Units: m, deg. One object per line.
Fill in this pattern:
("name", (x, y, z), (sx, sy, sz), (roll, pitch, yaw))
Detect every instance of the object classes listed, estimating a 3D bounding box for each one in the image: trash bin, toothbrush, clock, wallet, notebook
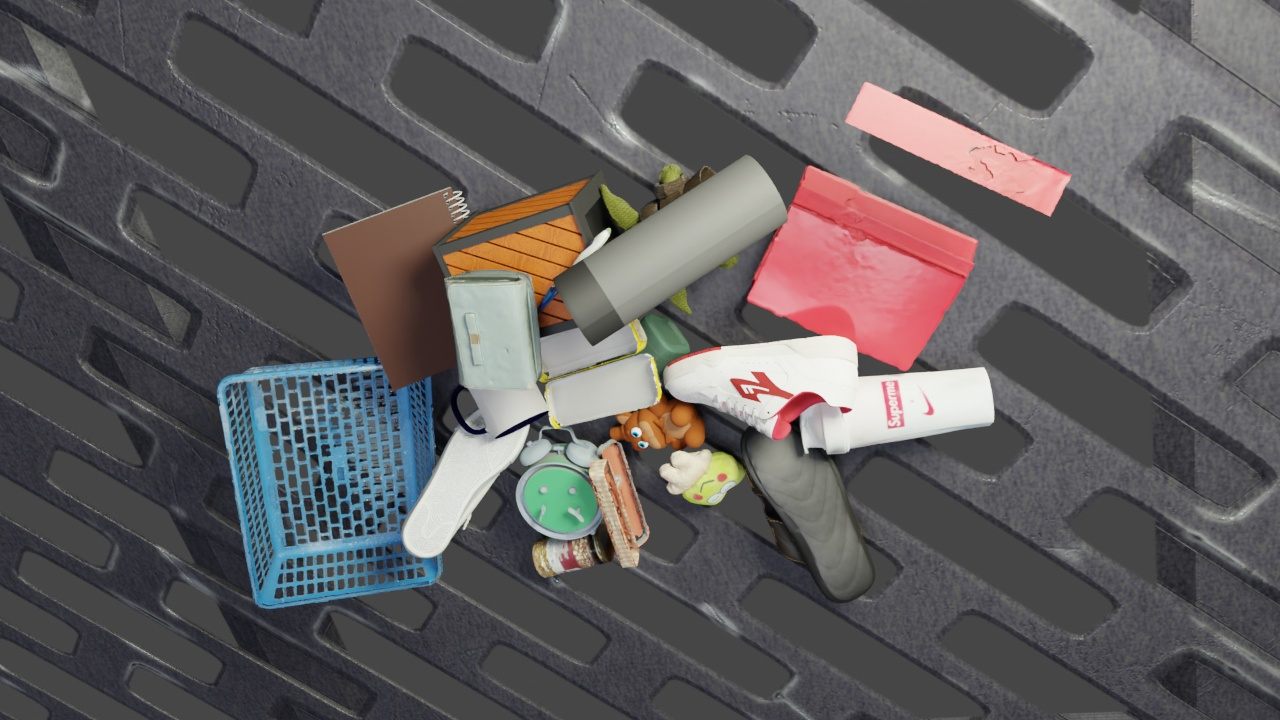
("trash bin", (-0.115, -0.115, 1.071), (0.172, 0.139, 0.140), (-14, 112, 18))
("toothbrush", (-0.094, -0.079, 0.995), (0.017, 0.016, 0.189), (46, 116, -1))
("clock", (-0.106, 0.162, 1.240), (0.122, 0.075, 0.162), (0, 115, 12))
("wallet", (-0.161, -0.031, 1.002), (0.100, 0.054, 0.132), (1, 112, 22))
("notebook", (-0.267, -0.089, 1.137), (0.171, 0.022, 0.209), (-23, 109, -10))

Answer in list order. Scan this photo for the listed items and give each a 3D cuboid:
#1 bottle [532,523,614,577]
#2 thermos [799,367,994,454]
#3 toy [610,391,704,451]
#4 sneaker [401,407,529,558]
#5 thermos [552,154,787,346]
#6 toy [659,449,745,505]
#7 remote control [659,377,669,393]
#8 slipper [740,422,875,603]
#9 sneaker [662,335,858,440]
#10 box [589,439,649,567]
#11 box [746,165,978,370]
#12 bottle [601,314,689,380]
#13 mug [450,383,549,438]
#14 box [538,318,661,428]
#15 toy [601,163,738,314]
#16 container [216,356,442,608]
("bottle", (-0.095, 0.270, 1.301), (0.105, 0.056, 0.056), (-18, 111, 19))
("thermos", (0.300, 0.054, 1.097), (0.220, 0.099, 0.099), (-8, 113, 11))
("toy", (0.018, 0.086, 1.185), (0.128, 0.065, 0.095), (-16, 120, 24))
("sneaker", (-0.237, 0.151, 1.224), (0.089, 0.091, 0.241), (36, 74, -10))
("thermos", (0.029, -0.113, 0.951), (0.240, 0.082, 0.082), (-33, 106, 0))
("toy", (0.078, 0.150, 1.198), (0.115, 0.046, 0.092), (23, 123, -33))
("remote control", (0.074, 0.024, 1.168), (0.136, 0.015, 0.032), (-3, 115, 16))
("slipper", (0.215, 0.191, 1.190), (0.113, 0.076, 0.268), (-31, 97, -2))
("sneaker", (0.136, 0.041, 1.070), (0.237, 0.090, 0.104), (-7, 75, 24))
("box", (-0.027, 0.194, 1.226), (0.042, 0.082, 0.187), (-5, 127, 15))
("box", (0.246, -0.095, 1.054), (0.214, 0.165, 0.153), (24, 74, -2))
("bottle", (-0.007, 0.007, 1.145), (0.131, 0.061, 0.061), (-44, 66, 26))
("mug", (-0.188, 0.048, 1.177), (0.112, 0.078, 0.097), (-28, 84, 3))
("box", (-0.063, 0.011, 1.131), (0.210, 0.036, 0.129), (-17, 94, 45))
("toy", (0.051, -0.154, 1.052), (0.153, 0.078, 0.179), (-28, 106, 28))
("container", (-0.411, 0.155, 1.252), (0.257, 0.089, 0.363), (-5, 118, -16))
